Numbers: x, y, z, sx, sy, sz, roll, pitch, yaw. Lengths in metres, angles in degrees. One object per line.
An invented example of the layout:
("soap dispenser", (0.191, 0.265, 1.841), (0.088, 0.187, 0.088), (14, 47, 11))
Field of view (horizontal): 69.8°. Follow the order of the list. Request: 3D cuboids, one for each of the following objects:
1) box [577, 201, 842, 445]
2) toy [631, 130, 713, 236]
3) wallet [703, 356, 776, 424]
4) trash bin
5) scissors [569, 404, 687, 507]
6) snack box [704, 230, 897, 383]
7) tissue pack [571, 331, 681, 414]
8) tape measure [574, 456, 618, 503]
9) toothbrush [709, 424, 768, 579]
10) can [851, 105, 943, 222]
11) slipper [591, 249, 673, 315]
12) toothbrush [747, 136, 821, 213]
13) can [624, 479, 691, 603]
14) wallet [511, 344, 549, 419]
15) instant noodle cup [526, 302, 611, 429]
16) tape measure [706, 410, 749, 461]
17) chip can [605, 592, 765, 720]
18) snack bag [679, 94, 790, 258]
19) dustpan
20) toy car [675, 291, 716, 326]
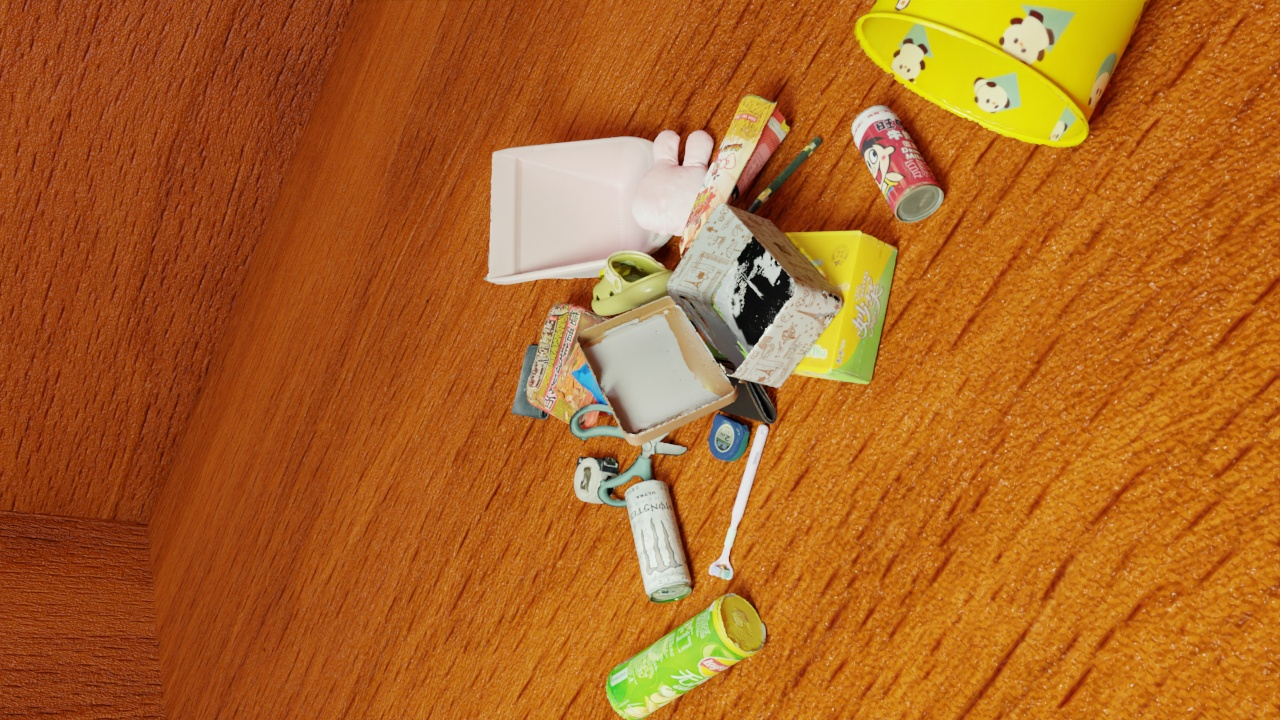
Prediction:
("box", (0.071, -0.035, 1.013), (0.274, 0.124, 0.178), (-39, 47, 9))
("toy", (0.051, -0.244, 1.261), (0.121, 0.054, 0.159), (7, 75, 20))
("wallet", (0.100, 0.031, 1.106), (0.020, 0.096, 0.122), (-45, 32, -24))
("trash bin", (0.356, -0.360, 0.819), (0.229, 0.229, 0.255), (38, 102, 50))
("scissors", (-0.028, 0.110, 1.227), (0.179, 0.019, 0.173), (46, 120, 6))
("snack box", (0.177, -0.063, 1.051), (0.210, 0.070, 0.157), (8, 85, 51))
("tissue pack", (-0.007, 0.007, 1.215), (0.157, 0.095, 0.052), (-33, 28, 23))
("tape measure", (-0.064, 0.169, 1.302), (0.066, 0.033, 0.066), (-8, 72, 51))
("toothbrush", (0.120, 0.166, 1.088), (0.021, 0.029, 0.189), (-152, 78, -89))
("can", (0.275, -0.214, 0.992), (0.053, 0.053, 0.132), (-43, 48, 34))
("slipper", (-0.008, -0.110, 1.233), (0.191, 0.091, 0.081), (-3, 102, 66))
("toothbrush", (0.154, -0.204, 1.110), (0.185, 0.012, 0.017), (-46, 21, -6))
("can", (0.022, 0.227, 1.157), (0.058, 0.058, 0.146), (-40, 49, 36))
("wallet", (-0.169, 0.033, 1.489), (0.097, 0.019, 0.120), (6, 81, 52))
("instant noodle cup", (-0.082, 0.009, 1.339), (0.189, 0.079, 0.164), (23, 96, 52))
("tape measure", (0.108, 0.096, 1.121), (0.058, 0.025, 0.054), (27, 101, 55))
("chip can", (0.047, 0.352, 1.074), (0.222, 0.072, 0.072), (-43, 48, 34))
("snack bag", (0.108, -0.222, 1.151), (0.208, 0.073, 0.128), (-60, 8, -3))
("dustpan", (-0.083, -0.231, 1.323), (0.139, 0.273, 0.222), (129, 139, -65))
("toy car", (0.081, -0.091, 1.202), (0.156, 0.041, 0.071), (-27, 57, 46))
